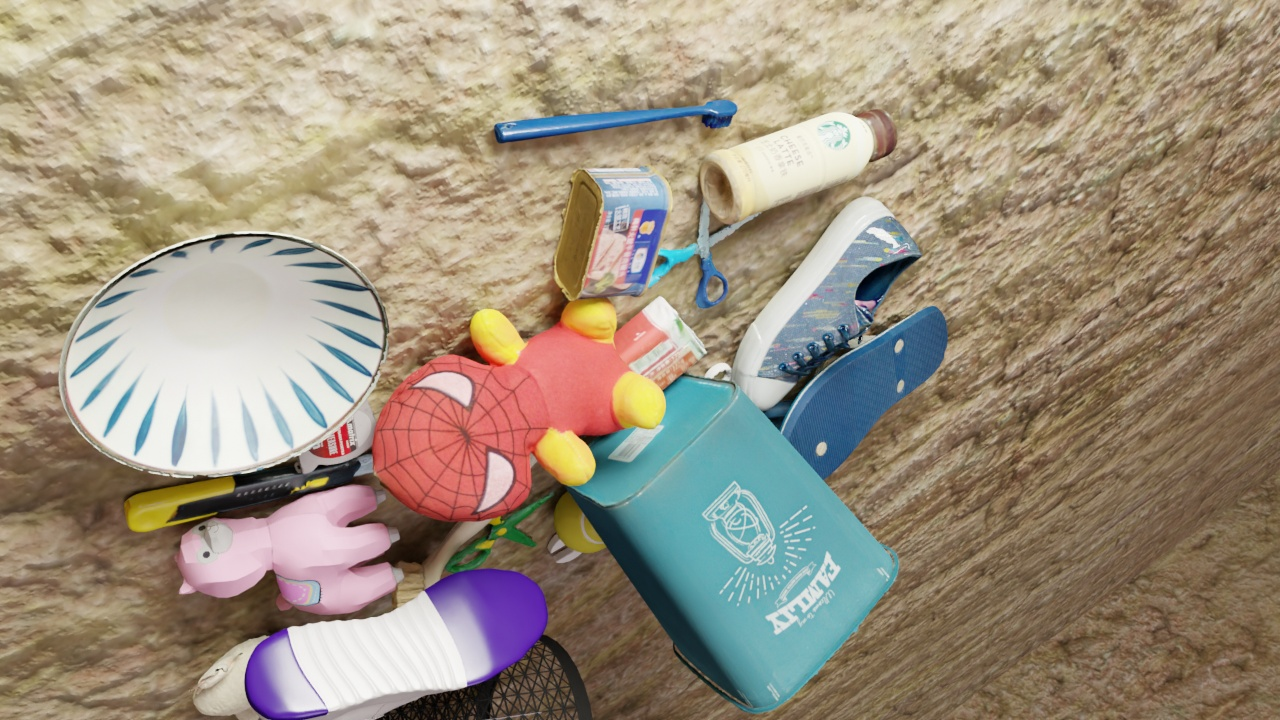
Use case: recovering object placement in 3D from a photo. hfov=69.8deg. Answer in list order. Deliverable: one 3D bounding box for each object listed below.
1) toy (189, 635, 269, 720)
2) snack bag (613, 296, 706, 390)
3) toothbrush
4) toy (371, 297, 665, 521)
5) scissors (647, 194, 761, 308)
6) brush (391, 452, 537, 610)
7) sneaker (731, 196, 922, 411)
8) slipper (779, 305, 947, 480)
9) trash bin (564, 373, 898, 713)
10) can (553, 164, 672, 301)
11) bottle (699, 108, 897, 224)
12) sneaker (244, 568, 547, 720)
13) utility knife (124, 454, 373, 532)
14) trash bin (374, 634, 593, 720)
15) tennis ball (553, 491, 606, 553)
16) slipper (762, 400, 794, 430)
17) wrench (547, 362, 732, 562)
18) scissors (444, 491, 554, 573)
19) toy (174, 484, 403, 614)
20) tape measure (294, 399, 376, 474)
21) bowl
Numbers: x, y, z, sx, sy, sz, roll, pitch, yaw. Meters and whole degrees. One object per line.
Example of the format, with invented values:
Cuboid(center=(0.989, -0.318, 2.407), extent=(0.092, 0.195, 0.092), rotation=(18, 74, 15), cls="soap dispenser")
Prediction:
Cuboid(center=(-0.339, 0.270, 0.781), extent=(0.087, 0.050, 0.112), rotation=(-36, 139, -4), cls="toy")
Cuboid(center=(-0.005, 0.005, 0.794), extent=(0.116, 0.036, 0.077), rotation=(-40, 143, 1), cls="snack bag")
Cuboid(center=(-0.012, -0.164, 0.636), extent=(0.189, 0.016, 0.017), rotation=(-14, 143, -29), cls="toothbrush")
Cuboid(center=(-0.097, 0.040, 0.691), extent=(0.216, 0.147, 0.099), rotation=(-26, 166, -18), cls="toy")
Cuboid(center=(0.050, -0.088, 0.767), extent=(0.127, 0.014, 0.134), rotation=(-36, 138, -10), cls="scissors")
Cuboid(center=(-0.138, 0.137, 0.797), extent=(0.077, 0.062, 0.273), rotation=(22, 113, -42), cls="brush")
Cuboid(center=(0.170, -0.035, 0.856), extent=(0.087, 0.079, 0.236), rotation=(4, 125, -48), cls="sneaker")
Cuboid(center=(0.226, 0.025, 0.978), extent=(0.294, 0.060, 0.118), rotation=(-33, 128, -30), cls="slipper")
Cuboid(center=(0.066, 0.144, 0.809), extent=(0.196, 0.199, 0.218), rotation=(-43, 109, -16), cls="trash bin")
Cuboid(center=(-0.023, -0.092, 0.669), extent=(0.058, 0.054, 0.100), rotation=(-7, 132, -31), cls="can")
Cuboid(center=(0.127, -0.158, 0.721), extent=(0.161, 0.056, 0.057), rotation=(-23, 140, -20), cls="bottle")
Cuboid(center=(-0.197, 0.249, 0.759), extent=(0.243, 0.091, 0.111), rotation=(-8, 150, -29), cls="sneaker")
Cuboid(center=(-0.270, 0.091, 0.684), extent=(0.202, 0.020, 0.029), rotation=(-11, 137, -32), cls="utility knife")
Cuboid(center=(-0.205, 0.382, 0.888), extent=(0.242, 0.217, 0.217), rotation=(10, 122, -36), cls="trash bin")
Cuboid(center=(-0.051, 0.152, 0.882), extent=(0.065, 0.065, 0.065), rotation=(-22, 139, -21), cls="tennis ball")
Cuboid(center=(0.110, 0.091, 0.957), extent=(0.213, 0.059, 0.104), rotation=(-12, 135, -35), cls="slipper")
Cuboid(center=(-0.002, 0.106, 0.921), extent=(0.274, 0.009, 0.047), rotation=(-49, 141, 13), cls="wrench")
Cuboid(center=(-0.135, 0.157, 0.863), extent=(0.125, 0.011, 0.131), rotation=(-34, 142, -4), cls="scissors")
Cuboid(center=(-0.268, 0.153, 0.709), extent=(0.157, 0.067, 0.123), rotation=(-12, 137, -23), cls="toy")
Cuboid(center=(-0.226, 0.048, 0.672), extent=(0.062, 0.020, 0.060), rotation=(-18, 138, -26), cls="tape measure")
Cuboid(center=(-0.248, -0.018, 0.548), extent=(0.177, 0.071, 0.178), rotation=(-22, 140, -20), cls="bowl")
